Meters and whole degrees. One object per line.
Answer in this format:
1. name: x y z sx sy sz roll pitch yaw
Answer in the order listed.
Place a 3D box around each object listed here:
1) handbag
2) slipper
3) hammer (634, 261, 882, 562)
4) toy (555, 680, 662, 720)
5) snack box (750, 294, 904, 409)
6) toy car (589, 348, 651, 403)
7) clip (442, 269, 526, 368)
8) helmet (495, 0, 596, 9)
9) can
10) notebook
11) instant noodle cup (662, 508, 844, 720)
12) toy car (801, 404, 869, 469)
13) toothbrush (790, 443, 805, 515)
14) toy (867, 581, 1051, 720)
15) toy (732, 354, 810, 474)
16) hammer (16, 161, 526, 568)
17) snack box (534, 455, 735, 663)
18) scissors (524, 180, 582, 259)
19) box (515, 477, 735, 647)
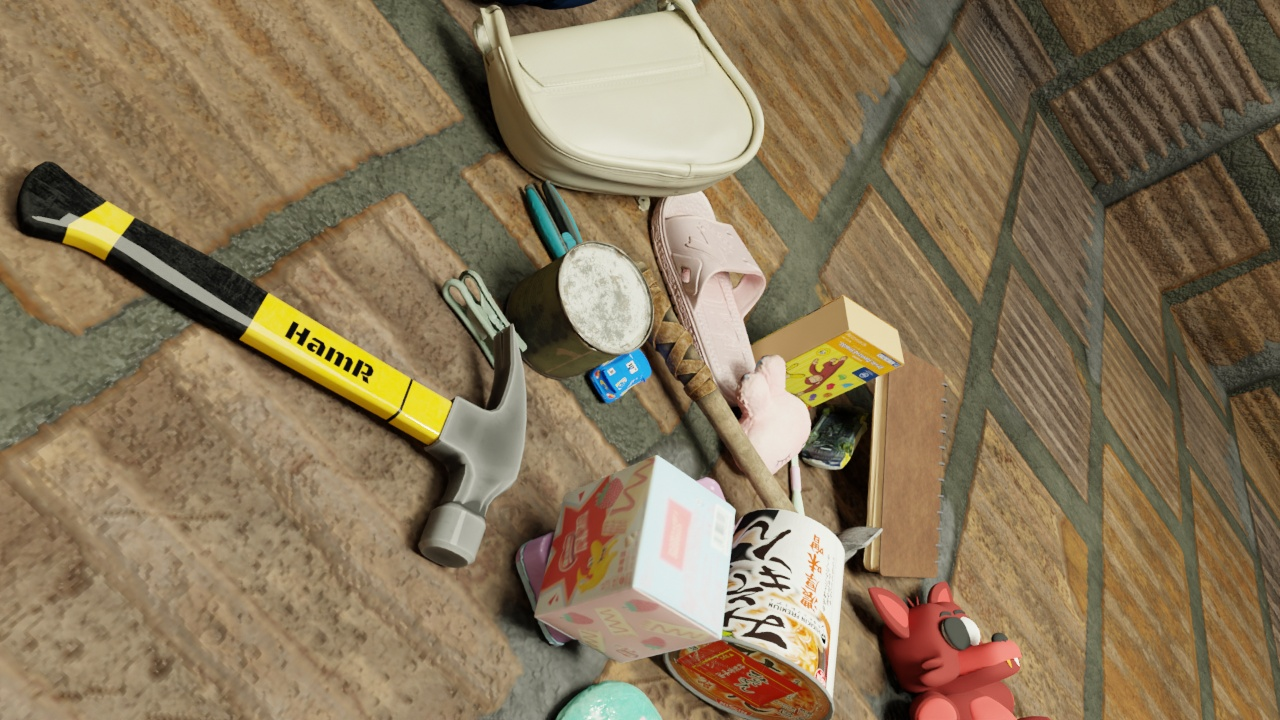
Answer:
1. handbag: -0.026 -0.228 0.825 0.228 0.132 0.184 -17 91 -27
2. slipper: 0.075 -0.073 0.885 0.094 0.065 0.239 7 63 -45
3. hammer: 0.073 0.053 0.783 0.048 0.122 0.318 -20 74 -52
4. toy: -0.016 0.255 0.600 0.105 0.033 0.084 38 54 -27
5. snack box: 0.177 -0.003 0.901 0.088 0.126 0.040 26 49 -36
6. toy car: -0.005 0.004 0.747 0.033 0.062 0.091 59 38 -2
7. clip: -0.116 -0.031 0.680 0.076 0.023 0.044 57 37 -7
8. helmet: -0.085 -0.415 0.790 0.232 0.223 0.272 52 7 -26
9. can: -0.047 -0.037 0.709 0.089 0.075 0.089 17 63 -36
10. notebook: 0.279 0.109 0.953 0.167 0.024 0.225 18 74 -51
11. instant noodle cup: 0.095 0.184 0.678 0.123 0.124 0.121 43 49 -20
12. toy car: 0.202 0.079 0.943 0.105 0.048 0.033 -44 133 -50
13. toothbrush: 0.149 0.138 0.869 0.022 0.015 0.154 5 54 -3
14. toy: 0.301 0.301 0.859 0.158 0.121 0.197 8 53 -42
15. toy: 0.117 0.050 0.842 0.108 0.053 0.105 -36 118 -43
16. hammer: -0.205 -0.015 0.557 0.324 0.034 0.169 34 51 -25
17. snack box: -0.002 0.129 0.587 0.079 0.095 0.092 37 46 -28
18. scissors: -0.054 -0.088 0.786 0.136 0.019 0.137 34 52 -21
19. box: -0.001 0.143 0.686 0.213 0.034 0.076 -10 76 -50
